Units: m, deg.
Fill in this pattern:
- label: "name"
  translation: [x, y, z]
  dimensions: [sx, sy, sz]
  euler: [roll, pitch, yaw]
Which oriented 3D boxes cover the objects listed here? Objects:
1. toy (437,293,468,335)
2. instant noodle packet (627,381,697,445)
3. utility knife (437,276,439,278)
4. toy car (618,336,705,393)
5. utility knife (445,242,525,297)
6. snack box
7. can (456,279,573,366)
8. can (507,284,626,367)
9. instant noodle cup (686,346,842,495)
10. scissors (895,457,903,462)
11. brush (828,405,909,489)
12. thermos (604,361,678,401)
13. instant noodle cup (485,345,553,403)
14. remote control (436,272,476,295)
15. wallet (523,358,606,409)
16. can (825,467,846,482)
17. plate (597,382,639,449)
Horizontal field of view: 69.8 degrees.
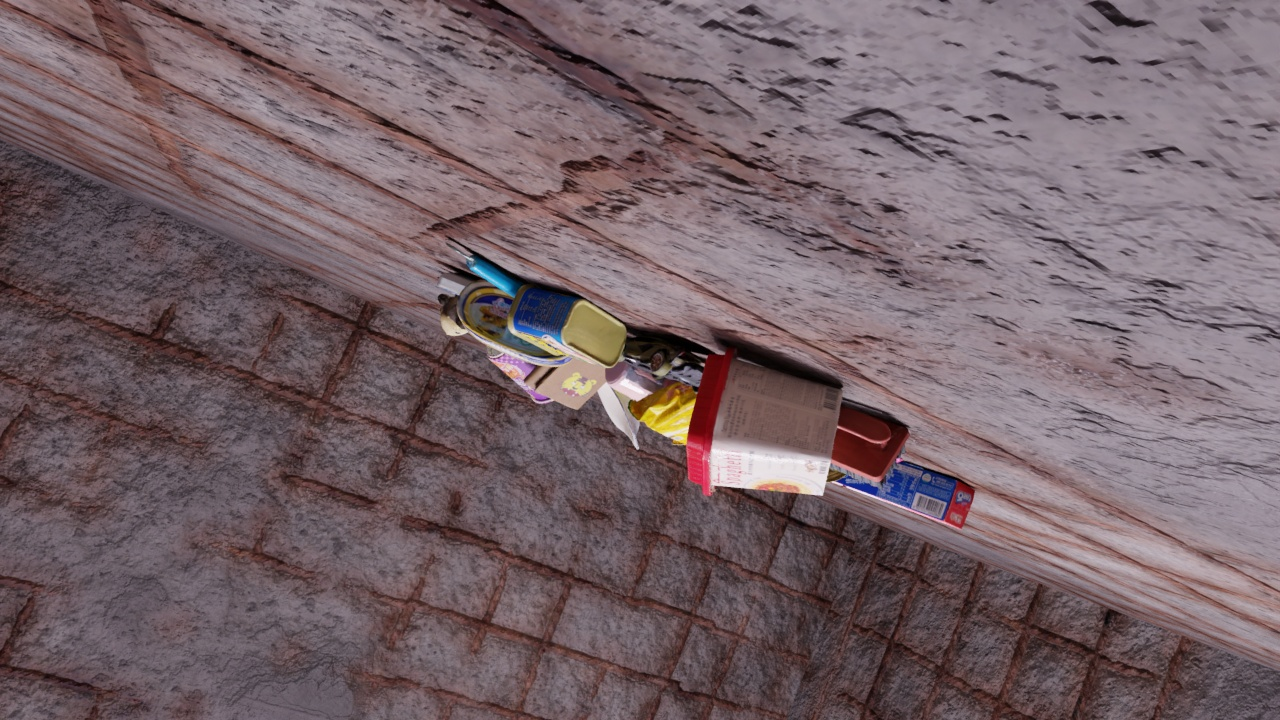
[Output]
- label: "toy"
  translation: [-0.219, -0.058, 1.266]
  dimensions: [0.105, 0.066, 0.157]
  euler: [45, -166, 21]
- label: "instant noodle packet"
  translation: [0.065, 0.054, 1.040]
  dimensions: [0.129, 0.044, 0.110]
  euler: [-23, 143, 28]
- label: "utility knife"
  translation: [-0.175, -0.073, 1.162]
  dimensions: [0.183, 0.019, 0.030]
  euler: [17, -158, 13]
- label: "toy car"
  translation: [0.022, 0.000, 0.976]
  dimensions: [0.070, 0.042, 0.158]
  euler: [26, 173, -33]
- label: "utility knife"
  translation: [-0.143, -0.083, 0.962]
  dimensions: [0.034, 0.018, 0.182]
  euler: [44, -172, 38]
- label: "snack box"
  translation: [0.322, 0.157, 1.193]
  dimensions: [0.058, 0.057, 0.208]
  euler: [24, 174, -43]
- label: "can"
  translation: [-0.140, -0.042, 1.059]
  dimensions: [0.148, 0.074, 0.049]
  euler: [23, 172, 0]
- label: "can"
  translation: [-0.075, -0.035, 0.967]
  dimensions: [0.083, 0.057, 0.102]
  euler: [16, 171, 40]
- label: "instant noodle cup"
  translation: [0.112, 0.063, 0.829]
  dimensions: [0.124, 0.116, 0.116]
  euler: [10, 148, 12]
- label: "scissors"
  translation: [0.254, 0.096, 1.112]
  dimensions: [0.134, 0.017, 0.133]
  euler: [25, 172, 17]
- label: "brush"
  translation: [0.185, 0.068, 0.906]
  dimensions: [0.146, 0.063, 0.069]
  euler: [20, 151, 39]
- label: "thermos"
  translation: [0.053, 0.043, 1.120]
  dimensions: [0.198, 0.067, 0.087]
  euler: [27, -175, -31]
- label: "instant noodle cup"
  translation: [-0.142, -0.014, 1.206]
  dimensions: [0.099, 0.111, 0.112]
  euler: [35, 169, -32]
- label: "remote control"
  translation: [-0.185, -0.078, 1.119]
  dimensions: [0.125, 0.024, 0.049]
  euler: [23, -171, 7]
- label: "wallet"
  translation: [-0.078, 0.008, 1.139]
  dimensions: [0.090, 0.116, 0.033]
  euler: [26, -144, -31]
- label: "can"
  translation: [0.189, 0.095, 1.041]
  dimensions: [0.075, 0.075, 0.111]
  euler: [24, 175, -10]
- label: "plate"
  translation: [-0.039, 0.036, 1.285]
  dimensions: [0.164, 0.034, 0.164]
  euler: [65, 171, -19]
